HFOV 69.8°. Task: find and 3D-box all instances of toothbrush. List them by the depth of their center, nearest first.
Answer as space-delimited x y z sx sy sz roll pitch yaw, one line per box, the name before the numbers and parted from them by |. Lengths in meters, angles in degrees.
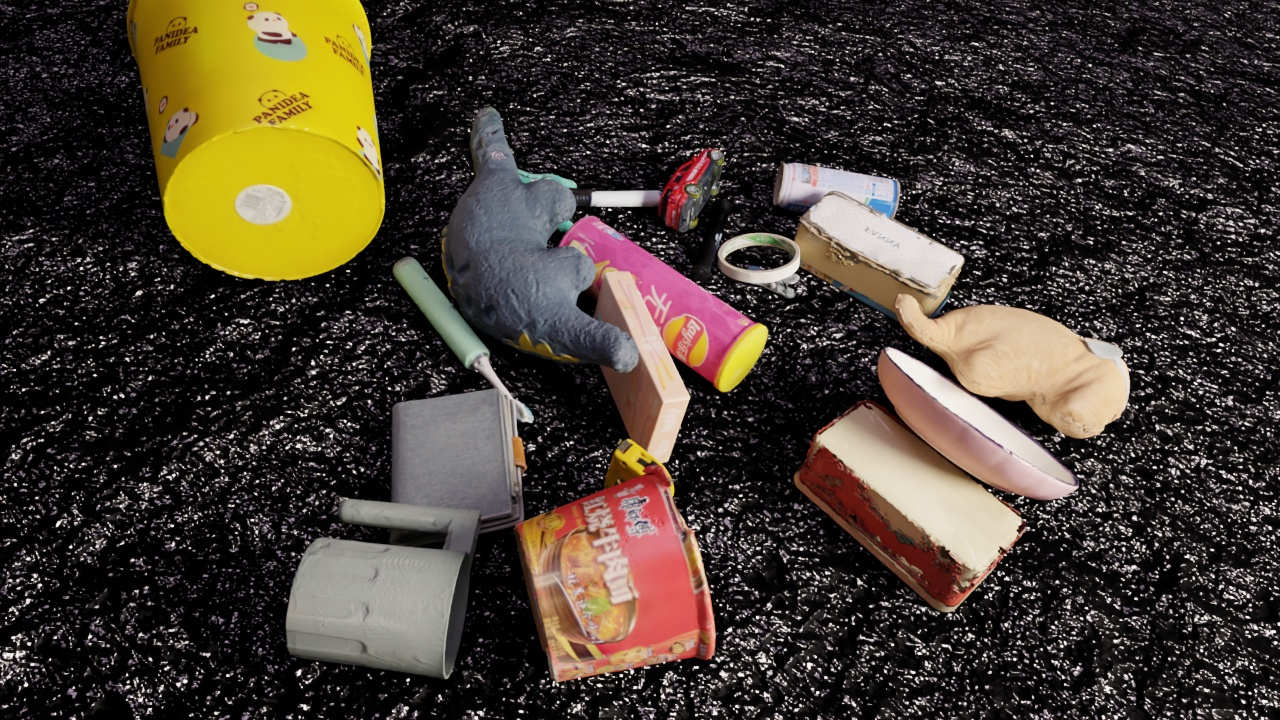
toothbrush | -0.163 -0.021 0.832 0.224 0.026 0.027 47 12 30

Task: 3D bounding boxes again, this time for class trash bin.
trash bin | -0.355 -0.229 0.871 0.229 0.230 0.255 -9 55 -19

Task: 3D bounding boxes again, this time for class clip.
clip | 0.137 -0.084 0.957 0.057 0.029 0.024 21 41 18

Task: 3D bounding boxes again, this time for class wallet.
wallet | -0.145 0.084 0.731 0.106 0.037 0.129 -9 48 -4

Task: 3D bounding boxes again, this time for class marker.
marker | 0.075 -0.132 0.989 0.022 0.020 0.131 4 44 15
marker | -0.027 -0.177 0.994 0.130 0.023 0.018 -8 51 -33

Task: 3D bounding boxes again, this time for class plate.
plate | 0.278 0.059 0.785 0.192 0.039 0.192 31 16 -10

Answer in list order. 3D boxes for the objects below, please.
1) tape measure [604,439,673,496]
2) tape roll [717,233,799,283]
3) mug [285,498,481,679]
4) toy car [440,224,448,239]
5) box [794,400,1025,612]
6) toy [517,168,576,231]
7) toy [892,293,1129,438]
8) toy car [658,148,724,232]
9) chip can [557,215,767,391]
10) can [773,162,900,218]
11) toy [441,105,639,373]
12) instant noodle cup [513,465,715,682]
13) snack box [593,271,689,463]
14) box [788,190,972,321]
tape measure | -0.003 0.099 0.728 0.057 0.060 0.028 35 50 14
tape roll | 0.124 -0.108 0.965 0.086 0.014 0.085 -4 36 2
mug | -0.172 0.151 0.630 0.103 0.084 0.123 7 45 -2
toy car | -0.169 -0.141 0.941 0.043 0.034 0.090 22 61 5
box | 0.217 0.110 0.746 0.091 0.077 0.168 -30 58 -33
toy | -0.103 -0.176 0.990 0.096 0.030 0.091 22 42 2
toy | 0.351 -0.007 0.882 0.226 0.083 0.143 27 31 19
toy car | 0.058 -0.193 1.021 0.045 0.053 0.120 23 48 14
chip can | 0.015 -0.057 0.870 0.210 0.072 0.071 36 51 22
can | 0.223 -0.190 1.050 0.134 0.053 0.053 9 46 -2
toy | -0.115 -0.098 0.848 0.138 0.091 0.356 -37 56 16
instant noodle cup | -0.022 0.152 0.631 0.108 0.138 0.137 -14 50 -11
snack box | -0.005 0.005 0.799 0.026 0.085 0.157 -7 49 -22
box | 0.254 -0.106 0.975 0.184 0.060 0.089 36 51 19
